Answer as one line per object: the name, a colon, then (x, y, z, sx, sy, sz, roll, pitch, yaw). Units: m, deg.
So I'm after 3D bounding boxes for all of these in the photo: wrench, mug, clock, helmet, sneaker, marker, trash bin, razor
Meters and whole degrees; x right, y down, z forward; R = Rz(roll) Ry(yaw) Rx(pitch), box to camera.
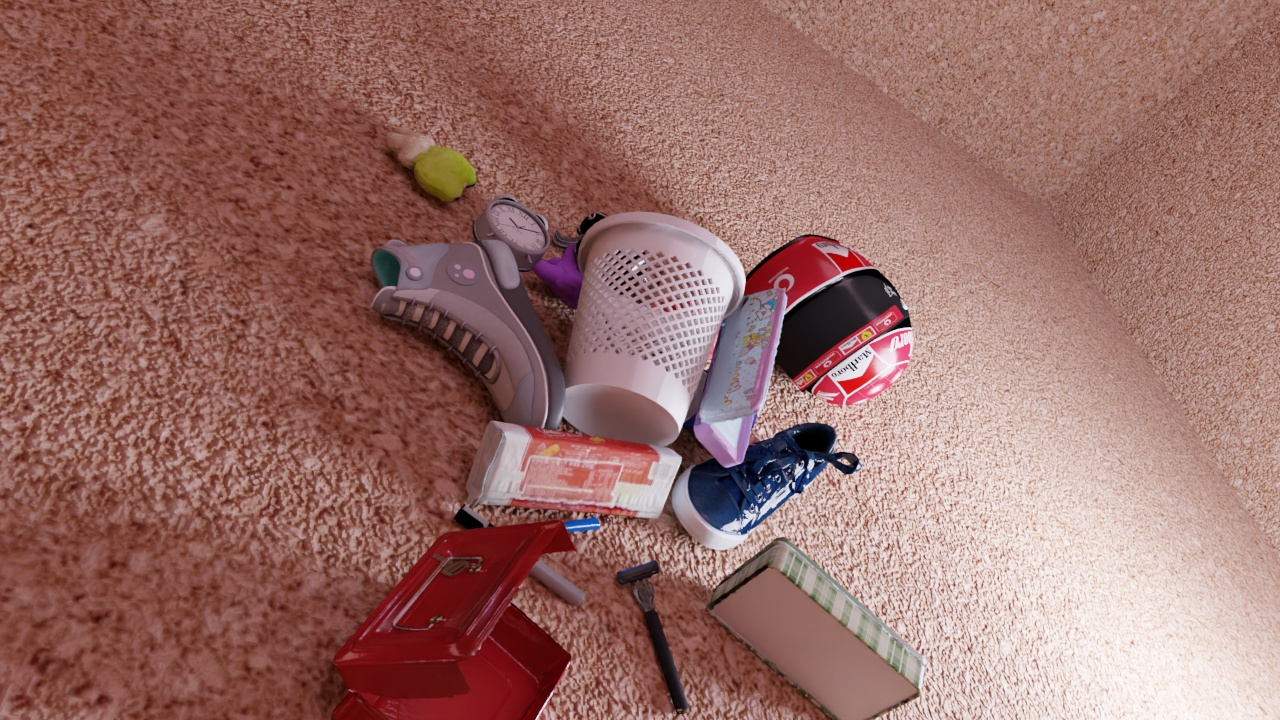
wrench: (-0.021, -0.088, 1.177, 0.069, 0.010, 0.273, -26, 59, -32)
mug: (0.087, 0.054, 1.140, 0.076, 0.075, 0.112, 28, 10, -22)
clock: (-0.033, -0.133, 1.122, 0.091, 0.121, 0.042, 35, 66, 24)
clock: (-0.157, -0.165, 1.153, 0.094, 0.035, 0.122, 32, 36, -17)
helmet: (0.280, -0.046, 1.320, 0.224, 0.198, 0.270, 57, 20, 14)
sneaker: (0.153, 0.130, 1.069, 0.120, 0.128, 0.293, 52, 36, 16)
marker: (-0.087, 0.159, 0.863, 0.141, 0.013, 0.013, 7, 47, -53)
sneaker: (-0.183, -0.021, 0.929, 0.160, 0.093, 0.256, 0, 53, -35)
trash bin: (0.000, -0.022, 1.008, 0.195, 0.196, 0.199, 29, 58, -20)
razor: (0.017, 0.263, 0.869, 0.043, 0.022, 0.144, -17, 61, -5)
marker: (-0.109, 0.178, 0.834, 0.140, 0.016, 0.016, 38, 33, -7)

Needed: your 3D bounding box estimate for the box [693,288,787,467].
box: (0.129, 0.011, 1.048, 0.089, 0.093, 0.213, 48, 38, -25)

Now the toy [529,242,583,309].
toy: (-0.082, -0.097, 1.135, 0.088, 0.056, 0.106, 52, 14, -2)

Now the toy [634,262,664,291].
toy: (-0.009, -0.117, 1.253, 0.101, 0.042, 0.055, 9, 23, -30)

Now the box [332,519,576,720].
box: (-0.125, 0.230, 0.681, 0.156, 0.152, 0.165, -50, 129, -55)

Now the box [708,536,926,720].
box: (0.178, 0.280, 0.932, 0.205, 0.118, 0.049, 40, 38, -1)

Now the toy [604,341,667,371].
toy: (-0.007, 0.007, 1.120, 0.094, 0.036, 0.093, 38, 38, 5)

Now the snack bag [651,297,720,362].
snack bag: (0.088, -0.037, 1.227, 0.176, 0.083, 0.082, 12, 44, -38)

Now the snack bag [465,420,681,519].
snack bag: (-0.061, 0.112, 0.905, 0.225, 0.077, 0.041, 13, 14, -37)

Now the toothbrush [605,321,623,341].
toothbrush: (-0.051, -0.090, 1.198, 0.015, 0.016, 0.186, 12, 46, -37)

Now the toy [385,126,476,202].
toy: (-0.261, -0.244, 1.129, 0.118, 0.043, 0.092, 36, 36, -6)
